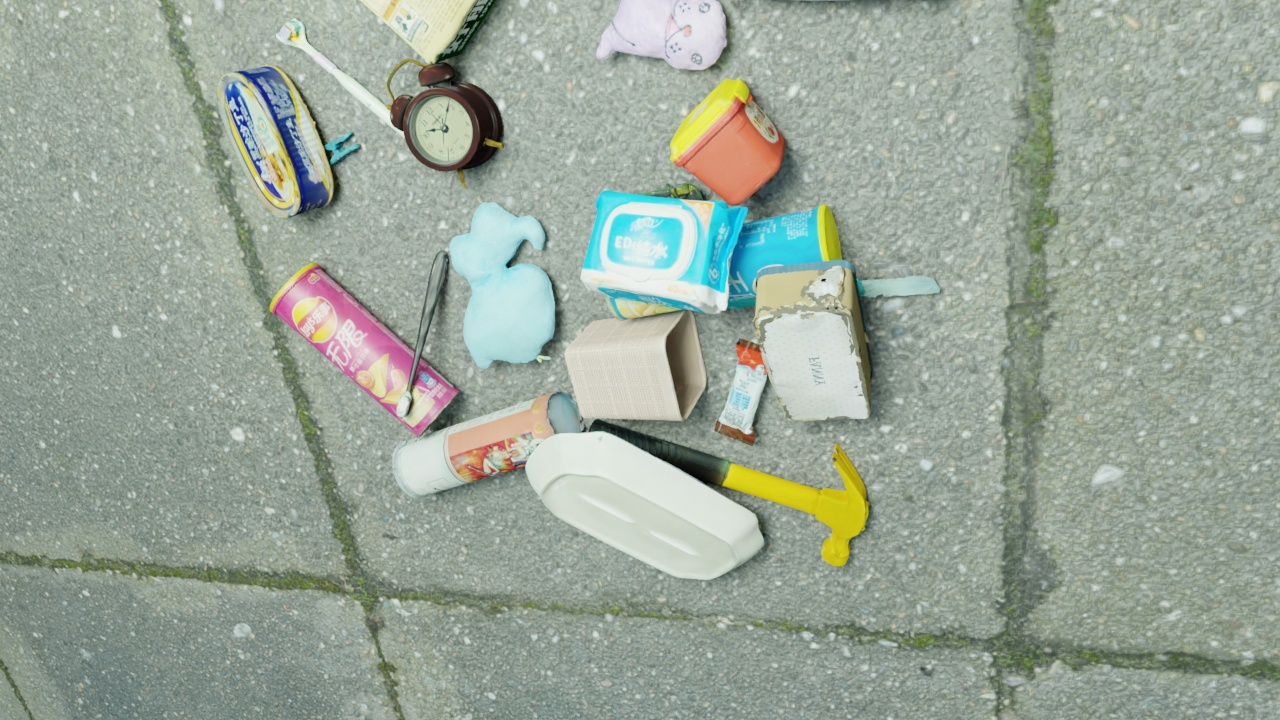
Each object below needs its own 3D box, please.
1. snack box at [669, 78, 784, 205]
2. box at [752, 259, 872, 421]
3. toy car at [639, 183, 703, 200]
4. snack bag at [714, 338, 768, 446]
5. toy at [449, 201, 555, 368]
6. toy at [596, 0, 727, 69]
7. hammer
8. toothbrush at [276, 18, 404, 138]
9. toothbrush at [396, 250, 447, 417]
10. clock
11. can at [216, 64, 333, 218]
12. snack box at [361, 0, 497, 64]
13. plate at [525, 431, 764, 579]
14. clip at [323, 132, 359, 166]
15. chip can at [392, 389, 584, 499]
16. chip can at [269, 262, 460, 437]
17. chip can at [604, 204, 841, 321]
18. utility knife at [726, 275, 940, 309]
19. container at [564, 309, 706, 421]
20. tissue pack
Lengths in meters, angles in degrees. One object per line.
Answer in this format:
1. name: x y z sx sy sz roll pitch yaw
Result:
1. snack box: 0.076 -0.182 0.779 0.080 0.091 0.082 43 120 -14
2. box: 0.158 -0.008 0.817 0.090 0.061 0.184 -2 146 17
3. toy car: 0.016 -0.139 0.849 0.091 0.036 0.043 -6 112 24
4. snack bag: 0.104 0.032 0.909 0.048 0.026 0.104 20 116 22
5. toy: -0.137 -0.067 0.930 0.156 0.049 0.162 46 113 1
6. toy: 0.022 -0.284 0.773 0.108 0.038 0.084 18 111 10
7. hammer: 0.089 0.117 0.957 0.301 0.032 0.129 16 119 10
8. toothbrush: -0.272 -0.261 0.894 0.189 0.029 0.020 41 163 -6
9. toothbrush: -0.228 -0.027 0.958 0.015 0.018 0.181 15 93 -2
10. clock: -0.185 -0.227 0.857 0.082 0.055 0.122 -39 98 23
11. can: -0.365 -0.218 0.919 0.075 0.049 0.148 -8 109 34
12. snack box: -0.146 -0.380 0.766 0.114 0.063 0.241 41 121 -5
13. plate: 0.002 0.163 0.961 0.265 0.034 0.162 31 138 -15
14. clip: -0.309 -0.213 0.934 0.056 0.014 0.042 -18 108 28
15. chip can: -0.169 0.093 1.009 0.215 0.071 0.071 -19 109 25
16. chip can: -0.298 -0.010 0.999 0.210 0.071 0.072 43 121 -6
17. chip can: 0.072 -0.086 0.837 0.211 0.071 0.071 -9 112 23
18. utility knife: 0.164 -0.064 0.851 0.216 0.013 0.029 0 114 21
19. container: -0.005 0.005 0.902 0.111 0.089 0.090 -3 115 24
20. tissue pack: 0.019 -0.095 0.787 0.140 0.063 0.090 11 87 25
